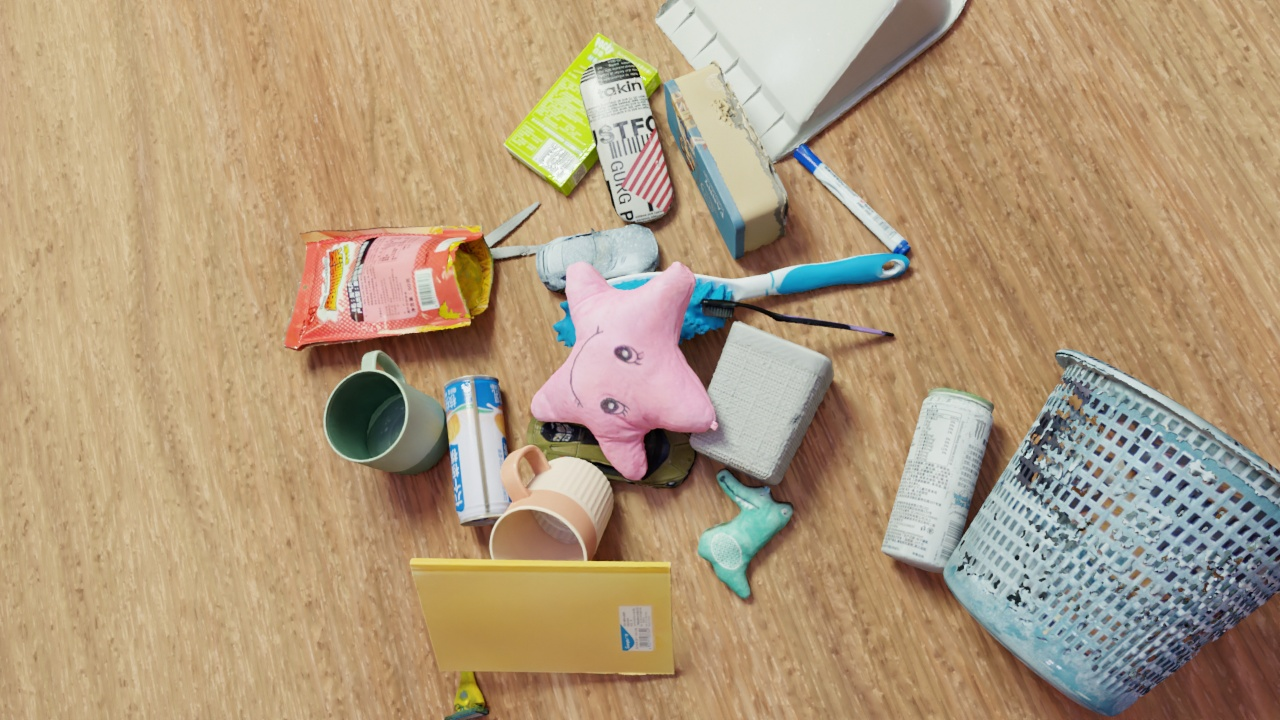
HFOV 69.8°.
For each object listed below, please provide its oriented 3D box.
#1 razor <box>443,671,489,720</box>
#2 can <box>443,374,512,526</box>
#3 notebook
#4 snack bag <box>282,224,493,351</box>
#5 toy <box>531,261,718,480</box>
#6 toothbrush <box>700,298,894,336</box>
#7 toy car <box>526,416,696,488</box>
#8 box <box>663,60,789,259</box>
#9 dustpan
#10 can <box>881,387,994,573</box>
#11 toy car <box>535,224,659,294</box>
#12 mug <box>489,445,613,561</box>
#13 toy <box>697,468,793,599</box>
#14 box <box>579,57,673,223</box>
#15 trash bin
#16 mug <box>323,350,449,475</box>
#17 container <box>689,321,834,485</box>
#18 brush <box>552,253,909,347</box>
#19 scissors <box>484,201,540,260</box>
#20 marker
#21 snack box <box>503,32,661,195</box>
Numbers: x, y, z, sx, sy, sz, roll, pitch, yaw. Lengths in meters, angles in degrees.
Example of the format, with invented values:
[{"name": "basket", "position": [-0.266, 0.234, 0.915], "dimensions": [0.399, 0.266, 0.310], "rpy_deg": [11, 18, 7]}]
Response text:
[{"name": "razor", "position": [-0.169, 0.257, 0.829], "dimensions": [0.043, 0.028, 0.132], "rpy_deg": [-26, 74, 28]}, {"name": "can", "position": [-0.151, 0.085, 0.858], "dimensions": [0.053, 0.053, 0.134], "rpy_deg": [-12, 73, 9]}, {"name": "notebook", "position": [-0.076, 0.214, 0.755], "dimensions": [0.206, 0.146, 0.010], "rpy_deg": [0, 38, 4]}, {"name": "snack bag", "position": [-0.255, -0.077, 0.907], "dimensions": [0.208, 0.073, 0.128], "rpy_deg": [-4, 71, 17]}, {"name": "toy", "position": [-0.005, 0.005, 0.772], "dimensions": [0.178, 0.074, 0.195], "rpy_deg": [28, 112, 23]}, {"name": "toothbrush", "position": [0.139, -0.033, 0.800], "dimensions": [0.189, 0.014, 0.017], "rpy_deg": [8, 105, -17]}, {"name": "toy car", "position": [-0.027, 0.075, 0.841], "dimensions": [0.158, 0.042, 0.070], "rpy_deg": [7, 77, 12]}, {"name": "box", "position": [0.082, -0.182, 0.858], "dimensions": [0.060, 0.090, 0.184], "rpy_deg": [-21, 70, 0]}, {"name": "dustpan", "position": [0.191, -0.358, 0.922], "dimensions": [0.258, 0.142, 0.222], "rpy_deg": [-45, 68, 29]}, {"name": "can", "position": [0.248, 0.099, 0.762], "dimensions": [0.058, 0.058, 0.146], "rpy_deg": [16, 79, 16]}, {"name": "toy car", "position": [-0.042, -0.100, 0.892], "dimensions": [0.121, 0.037, 0.054], "rpy_deg": [-8, 73, 8]}, {"name": "mug", "position": [-0.079, 0.126, 0.782], "dimensions": [0.082, 0.105, 0.114], "rpy_deg": [-24, 102, 19]}, {"name": "toy", "position": [0.088, 0.144, 0.800], "dimensions": [0.092, 0.030, 0.096], "rpy_deg": [-43, 84, -4]}, {"name": "box", "position": [-0.013, -0.213, 0.891], "dimensions": [0.070, 0.056, 0.164], "rpy_deg": [-19, 90, -18]}, {"name": "trash bin", "position": [0.338, 0.134, 0.666], "dimensions": [0.226, 0.226, 0.195], "rpy_deg": [41, 99, 19]}, {"name": "mug", "position": [-0.234, 0.048, 0.858], "dimensions": [0.082, 0.106, 0.111], "rpy_deg": [-15, 73, 9]}, {"name": "container", "position": [0.103, 0.041, 0.796], "dimensions": [0.090, 0.090, 0.114], "rpy_deg": [23, 85, 18]}, {"name": "brush", "position": [0.082, -0.060, 0.833], "dimensions": [0.315, 0.109, 0.060], "rpy_deg": [-4, 112, 17]}, {"name": "scissors", "position": [-0.177, -0.105, 0.937], "dimensions": [0.159, 0.014, 0.177], "rpy_deg": [26, 81, 16]}, {"name": "marker", "position": [0.198, -0.151, 0.861], "dimensions": [0.017, 0.017, 0.146], "rpy_deg": [-41, 71, 0]}, {"name": "snack box", "position": [-0.059, -0.253, 0.941], "dimensions": [0.086, 0.026, 0.156], "rpy_deg": [37, 86, 18]}]
